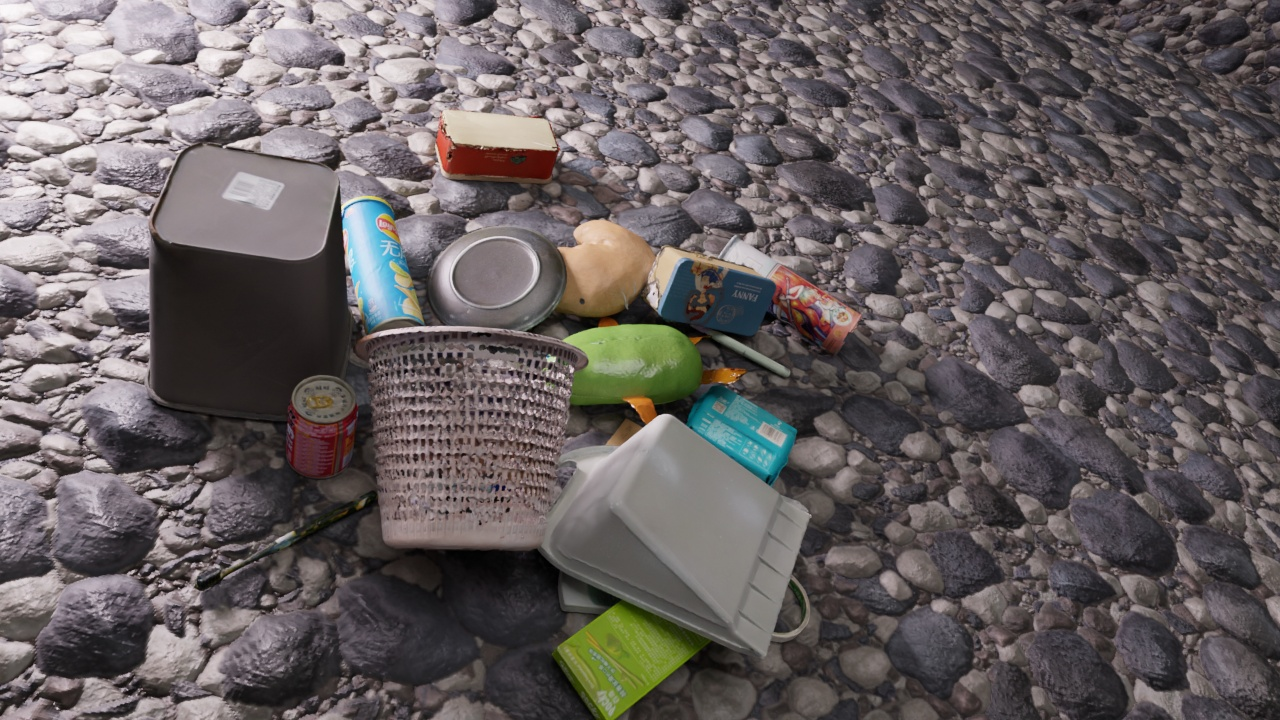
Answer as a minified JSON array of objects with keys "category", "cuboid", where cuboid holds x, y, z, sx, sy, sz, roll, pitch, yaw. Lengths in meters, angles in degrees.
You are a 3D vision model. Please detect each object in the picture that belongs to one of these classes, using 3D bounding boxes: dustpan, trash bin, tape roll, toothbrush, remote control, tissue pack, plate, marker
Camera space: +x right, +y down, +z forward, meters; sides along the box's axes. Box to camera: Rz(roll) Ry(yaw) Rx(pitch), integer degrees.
[{"category":"dustpan","cuboid":[0.018,0.176,0.964,0.257,0.143,0.222,42,37,-6]},{"category":"trash bin","cuboid":[-0.165,0.084,0.883,0.227,0.228,0.192,5,77,-19]},{"category":"tape roll","cuboid":[0.142,0.261,0.992,0.085,0.014,0.085,12,45,-12]},{"category":"toothbrush","cuboid":[0.117,-0.023,1.245,0.189,0.020,0.029,26,12,0]},{"category":"remote control","cuboid":[-0.018,0.235,0.945,0.135,0.019,0.056,10,46,-14]},{"category":"trash bin","cuboid":[-0.398,-0.083,0.943,0.199,0.220,0.198,7,46,-14]},{"category":"tissue pack","cuboid":[0.116,0.094,1.111,0.133,0.050,0.093,31,47,8]},{"category":"plate","cuboid":[-0.181,-0.106,1.149,0.179,0.024,0.179,-1,59,1]},{"category":"marker","cuboid":[-0.196,0.135,0.967,0.145,0.017,0.016,3,48,-21]},{"category":"toothbrush","cuboid":[-0.333,0.168,0.878,0.185,0.017,0.012,-27,61,-39]}]

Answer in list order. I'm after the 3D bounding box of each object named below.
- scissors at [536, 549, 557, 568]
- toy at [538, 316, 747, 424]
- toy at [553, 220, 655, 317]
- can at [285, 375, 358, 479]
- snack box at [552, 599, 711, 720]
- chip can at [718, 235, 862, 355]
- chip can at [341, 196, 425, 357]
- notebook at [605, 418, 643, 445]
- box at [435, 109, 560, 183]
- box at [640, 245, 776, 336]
[{"category":"scissors","cuboid":[-0.025,0.196,0.952,0.172,0.014,0.146,22,30,23]},{"category":"toy","cuboid":[-0.007,0.007,1.114,0.246,0.090,0.226,-3,32,-17]},{"category":"toy","cuboid":[-0.071,-0.107,1.207,0.143,0.083,0.225,25,45,23]},{"category":"can","cuboid":[-0.321,0.067,0.923,0.066,0.094,0.066,12,46,-13]},{"category":"snack box","cuboid":[0.000,0.274,0.893,0.156,0.026,0.086,-29,73,-33]},{"category":"chip can","cuboid":[0.207,-0.093,1.310,0.215,0.071,0.071,34,45,9]},{"category":"chip can","cuboid":[-0.312,-0.103,1.101,0.071,0.071,0.210,-5,51,-26]},{"category":"notebook","cuboid":[0.039,0.160,1.038,0.211,0.012,0.149,29,43,10]},{"category":"box","cuboid":[-0.208,-0.319,1.341,0.168,0.080,0.091,-2,51,-25]},{"category":"box","cuboid":[0.096,-0.090,1.224,0.184,0.090,0.061,8,23,-31]}]
